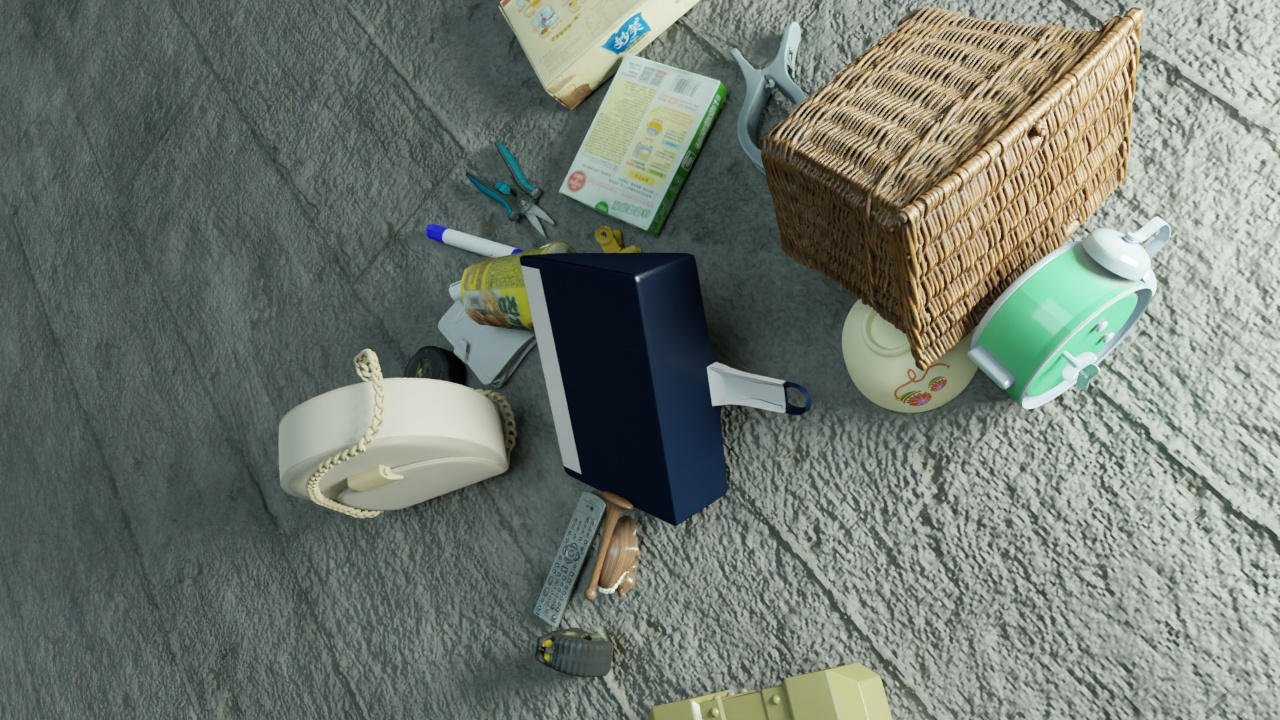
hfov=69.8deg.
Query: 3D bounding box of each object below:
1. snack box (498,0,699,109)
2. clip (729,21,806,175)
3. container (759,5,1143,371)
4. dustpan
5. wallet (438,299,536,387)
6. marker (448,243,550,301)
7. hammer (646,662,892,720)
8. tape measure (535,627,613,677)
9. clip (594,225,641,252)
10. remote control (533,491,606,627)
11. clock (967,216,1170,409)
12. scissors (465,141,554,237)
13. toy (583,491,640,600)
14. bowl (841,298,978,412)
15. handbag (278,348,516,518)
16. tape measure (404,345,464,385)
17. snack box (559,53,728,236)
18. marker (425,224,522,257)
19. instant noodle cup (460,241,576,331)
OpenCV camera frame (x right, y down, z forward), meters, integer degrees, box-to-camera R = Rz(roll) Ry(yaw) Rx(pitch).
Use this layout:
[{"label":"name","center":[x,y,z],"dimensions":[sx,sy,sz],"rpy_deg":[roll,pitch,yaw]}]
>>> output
[{"label":"snack box","center":[-0.044,-0.405,1.022],"dimensions":[0.208,0.055,0.153],"rpy_deg":[-36,63,18]},{"label":"clip","center":[0.143,-0.256,0.887],"dimensions":[0.108,0.028,0.163],"rpy_deg":[-18,63,23]},{"label":"container","center":[0.225,-0.154,0.711],"dimensions":[0.249,0.162,0.183],"rpy_deg":[-41,49,-14]},{"label":"dustpan","center":[0.021,0.021,0.820],"dimensions":[0.273,0.080,0.236],"rpy_deg":[16,123,48]},{"label":"wallet","center":[-0.173,-0.033,1.021],"dimensions":[0.116,0.032,0.086],"rpy_deg":[40,97,31]},{"label":"marker","center":[-0.151,-0.100,1.016],"dimensions":[0.134,0.017,0.020],"rpy_deg":[-23,73,9]},{"label":"hammer","center":[0.048,0.290,0.643],"dimensions":[0.191,0.324,0.100],"rpy_deg":[-22,68,24]},{"label":"tape measure","center":[-0.058,0.272,0.861],"dimensions":[0.063,0.067,0.038],"rpy_deg":[5,81,30]},{"label":"clip","center":[-0.027,-0.119,0.969],"dimensions":[0.053,0.035,0.046],"rpy_deg":[-25,85,24]},{"label":"remote control","center":[-0.069,0.197,0.916],"dimensions":[0.033,0.013,0.136],"rpy_deg":[23,90,32]},{"label":"clock","center":[0.327,-0.037,0.679],"dimensions":[0.162,0.121,0.075],"rpy_deg":[-48,59,16]},{"label":"scissors","center":[-0.149,-0.196,1.054],"dimensions":[0.149,0.019,0.122],"rpy_deg":[6,77,25]},{"label":"toy","center":[-0.023,0.178,0.867],"dimensions":[0.042,0.054,0.102],"rpy_deg":[21,97,46]},{"label":"bowl","center":[0.218,-0.020,0.768],"dimensions":[0.118,0.074,0.118],"rpy_deg":[-8,75,28]},{"label":"handbag","center":[-0.253,0.082,0.935],"dimensions":[0.211,0.208,0.103],"rpy_deg":[-21,65,24]},{"label":"tape measure","center":[-0.235,0.021,1.039],"dimensions":[0.072,0.042,0.072],"rpy_deg":[-10,71,31]},{"label":"snack box","center":[0.001,-0.230,0.971],"dimensions":[0.132,0.027,0.168],"rpy_deg":[28,94,32]},{"label":"marker","center":[-0.194,-0.136,1.064],"dimensions":[0.142,0.020,0.020],"rpy_deg":[19,88,32]},{"label":"instant noodle cup","center":[-0.125,-0.072,0.958],"dimensions":[0.108,0.102,0.102],"rpy_deg":[0,78,27]}]
